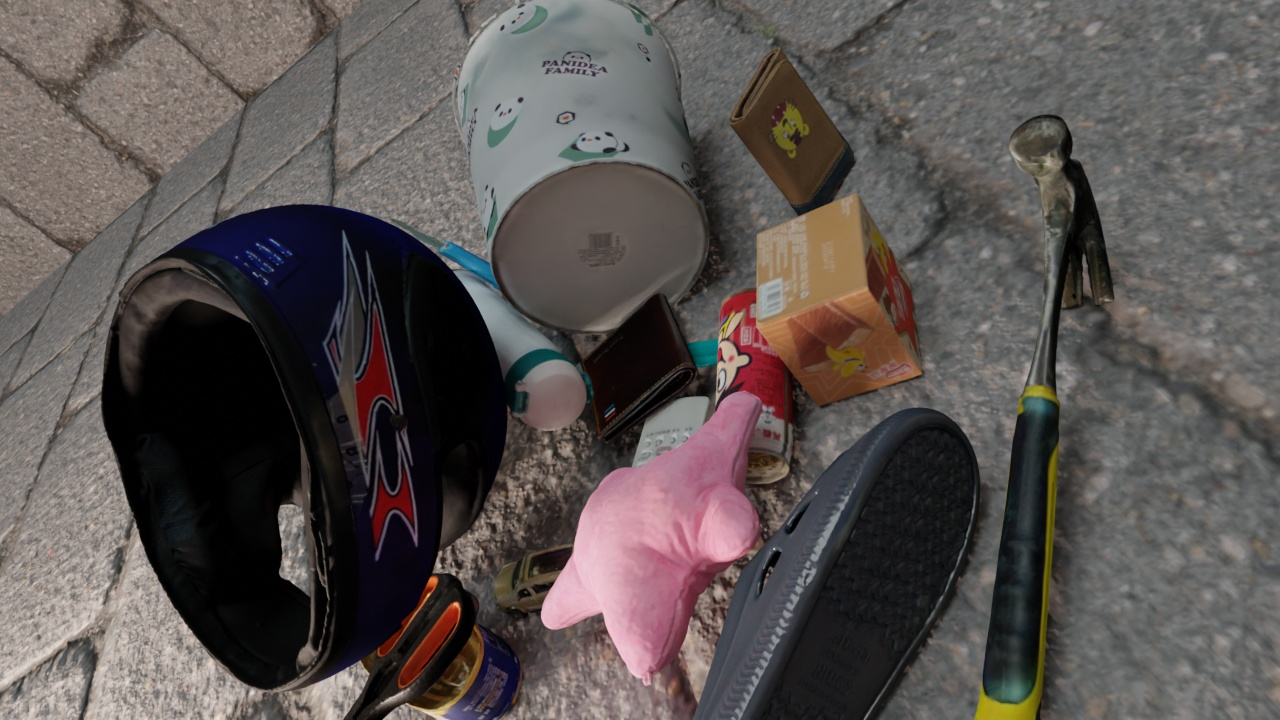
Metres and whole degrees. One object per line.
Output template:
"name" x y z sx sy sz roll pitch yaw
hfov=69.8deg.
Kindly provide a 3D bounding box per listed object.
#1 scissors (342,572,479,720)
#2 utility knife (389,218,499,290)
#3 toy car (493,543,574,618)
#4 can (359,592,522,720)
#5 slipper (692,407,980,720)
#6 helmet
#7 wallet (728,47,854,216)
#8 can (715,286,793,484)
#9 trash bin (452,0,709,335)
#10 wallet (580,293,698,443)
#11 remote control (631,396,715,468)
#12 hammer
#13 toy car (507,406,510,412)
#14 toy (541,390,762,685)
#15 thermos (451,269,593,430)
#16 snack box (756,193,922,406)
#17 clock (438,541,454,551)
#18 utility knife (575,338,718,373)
"scissors" -0.195 0.245 0.635 0.235 0.021 0.143 -44 29 6
"utility knife" -0.142 -0.082 0.845 0.018 0.194 0.034 -62 13 -11
"toy car" -0.072 0.159 0.672 0.091 0.035 0.042 -22 41 30
"can" -0.150 0.218 0.674 0.148 0.049 0.074 8 60 47
"slipper" 0.085 0.135 0.489 0.083 0.110 0.267 15 69 52
"helmet" -0.213 0.046 0.664 0.248 0.239 0.315 -20 86 31
"wallet" 0.126 -0.186 0.756 0.033 0.115 0.090 1 55 51
"can" 0.080 0.016 0.642 0.053 0.053 0.132 -17 51 31
"trash bin" -0.052 -0.173 0.836 0.230 0.229 0.251 -30 45 18
"wallet" -0.004 0.004 0.749 0.096 0.020 0.122 -38 30 12
"remote control" 0.015 0.092 0.667 0.058 0.021 0.149 -12 46 36
"hammer" 0.211 0.038 0.482 0.032 0.126 0.322 -3 63 39
"toy car" -0.122 0.015 0.858 0.056 0.037 0.122 -49 36 -10
"toy" 0.004 0.118 0.565 0.195 0.074 0.178 -37 28 35
"thermos" -0.118 -0.011 0.799 0.073 0.073 0.224 -47 41 -4
"snack box" 0.134 -0.040 0.622 0.077 0.094 0.092 -20 42 28
"clock" -0.197 0.129 0.799 0.122 0.055 0.082 -36 39 5
"utility knife" 0.022 -0.001 0.758 0.224 0.013 0.029 -8 49 39
